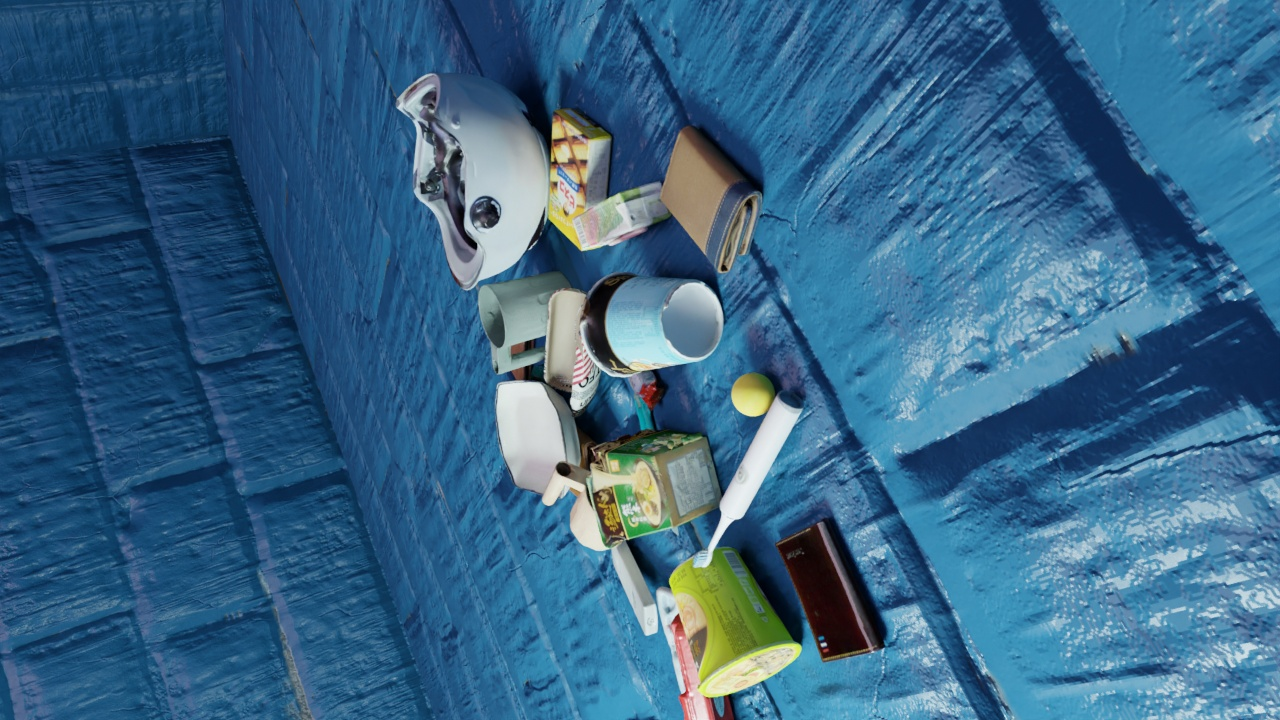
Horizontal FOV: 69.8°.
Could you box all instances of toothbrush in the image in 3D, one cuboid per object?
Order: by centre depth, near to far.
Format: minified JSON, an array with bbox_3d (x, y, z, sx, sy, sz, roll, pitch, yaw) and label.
[{"bbox_3d":[0.097,0.121,0.872,0.222,0.026,0.026,-67,33,31],"label":"toothbrush"}]

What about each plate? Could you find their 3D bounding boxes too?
[{"bbox_3d":[-0.144,0.104,1.285,0.266,0.034,0.162,-6,94,63],"label":"plate"}]

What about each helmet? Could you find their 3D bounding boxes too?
[{"bbox_3d":[-0.187,-0.229,1.130,0.229,0.145,0.259,30,136,59],"label":"helmet"}]

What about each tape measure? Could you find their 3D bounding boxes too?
[{"bbox_3d":[-0.136,0.033,1.303,0.055,0.025,0.058,3,106,60],"label":"tape measure"}]

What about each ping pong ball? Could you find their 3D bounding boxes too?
[{"bbox_3d":[0.104,0.031,0.849,0.040,0.040,0.040,37,135,49],"label":"ping pong ball"}]

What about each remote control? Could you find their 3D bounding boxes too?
[{"bbox_3d":[-0.009,0.286,1.182,0.135,0.019,0.056,-123,24,-53],"label":"remote control"}]

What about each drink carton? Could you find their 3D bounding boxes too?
[{"bbox_3d":[-0.021,-0.150,0.968,0.123,0.053,0.045,-8,102,62],"label":"drink carton"}]

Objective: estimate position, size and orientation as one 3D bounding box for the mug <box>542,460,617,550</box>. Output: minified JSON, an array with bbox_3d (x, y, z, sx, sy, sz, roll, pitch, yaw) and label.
[{"bbox_3d":[-0.058,0.176,1.146,0.104,0.124,0.084,118,173,-55],"label":"mug"}]

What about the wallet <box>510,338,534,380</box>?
[{"bbox_3d":[-0.190,-0.024,1.378,0.101,0.020,0.115,51,147,38],"label":"wallet"}]

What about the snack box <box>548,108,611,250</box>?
[{"bbox_3d":[-0.071,-0.207,1.051,0.087,0.033,0.141,47,144,41],"label":"snack box"}]

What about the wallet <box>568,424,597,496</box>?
[{"bbox_3d":[-0.095,0.141,1.273,0.131,0.035,0.119,34,135,55],"label":"wallet"}]

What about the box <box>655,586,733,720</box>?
[{"bbox_3d":[0.070,0.376,1.080,0.157,0.069,0.201,-138,34,-81],"label":"box"}]

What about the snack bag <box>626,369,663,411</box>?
[{"bbox_3d":[-0.006,0.006,1.051,0.105,0.026,0.045,62,159,23],"label":"snack bag"}]

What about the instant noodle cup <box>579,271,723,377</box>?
[{"bbox_3d":[0.016,-0.037,0.917,0.121,0.111,0.111,1,106,55],"label":"instant noodle cup"}]

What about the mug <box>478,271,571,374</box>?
[{"bbox_3d":[-0.146,-0.050,1.194,0.084,0.103,0.124,38,137,48],"label":"mug"}]

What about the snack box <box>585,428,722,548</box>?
[{"bbox_3d":[0.021,0.135,0.993,0.106,0.118,0.117,-11,94,52],"label":"snack box"}]

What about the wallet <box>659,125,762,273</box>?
[{"bbox_3d":[0.062,-0.148,0.843,0.115,0.033,0.090,54,144,34],"label":"wallet"}]

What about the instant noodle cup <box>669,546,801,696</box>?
[{"bbox_3d":[0.088,0.264,0.945,0.112,0.111,0.123,108,145,-47],"label":"instant noodle cup"}]

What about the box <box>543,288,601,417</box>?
[{"bbox_3d":[-0.087,-0.010,1.135,0.086,0.075,0.162,22,133,18],"label":"box"}]

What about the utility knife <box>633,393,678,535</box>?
[{"bbox_3d":[0.018,0.117,1.079,0.029,0.013,0.185,-13,93,62],"label":"utility knife"}]

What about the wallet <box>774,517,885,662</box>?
[{"bbox_3d":[0.172,0.214,0.849,0.122,0.020,0.097,68,152,15],"label":"wallet"}]
